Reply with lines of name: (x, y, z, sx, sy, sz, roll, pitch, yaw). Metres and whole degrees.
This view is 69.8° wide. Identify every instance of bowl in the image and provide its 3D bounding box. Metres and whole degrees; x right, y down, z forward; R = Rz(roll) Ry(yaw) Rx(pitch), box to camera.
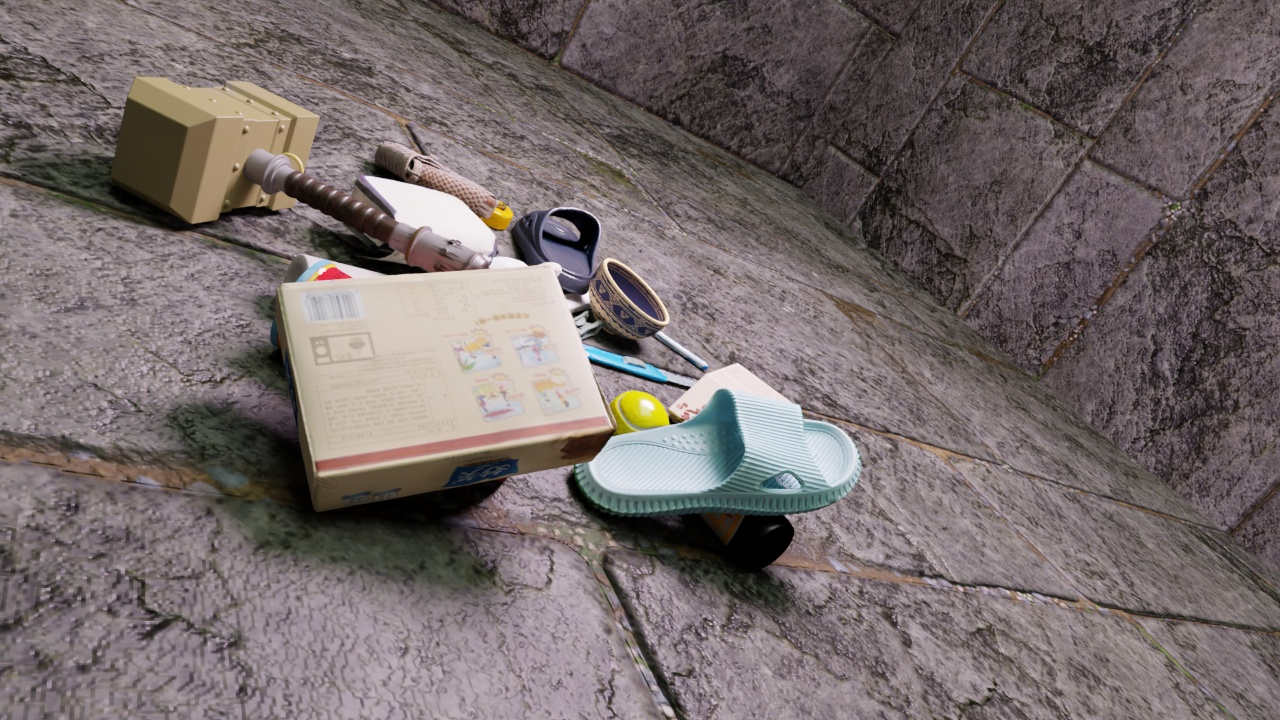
bowl: (-0.025, -0.068, 1.161, 0.112, 0.061, 0.112, 40, 20, -18)

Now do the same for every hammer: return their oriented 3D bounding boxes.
hammer: (-0.291, -0.149, 0.859, 0.325, 0.101, 0.190, 26, 19, 6)

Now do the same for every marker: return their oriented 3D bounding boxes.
marker: (0.033, -0.030, 1.241, 0.142, 0.013, 0.013, 35, 20, 9)

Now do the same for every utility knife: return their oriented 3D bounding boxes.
utility knife: (-0.007, 0.006, 1.097, 0.206, 0.015, 0.031, 19, 28, -36)

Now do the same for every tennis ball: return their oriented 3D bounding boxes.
tennis ball: (-0.005, 0.063, 0.888, 0.065, 0.065, 0.065, 28, 21, -11)

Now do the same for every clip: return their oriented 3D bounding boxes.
clip: (-0.070, -0.039, 1.099, 0.043, 0.023, 0.075, 37, 22, 8)

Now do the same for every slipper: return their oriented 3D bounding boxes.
slipper: (-0.108, -0.170, 1.253, 0.110, 0.083, 0.268, 23, 18, -18)
slipper: (0.077, 0.084, 0.819, 0.276, 0.070, 0.115, -3, 43, -16)

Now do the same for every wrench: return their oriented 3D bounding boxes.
wrench: (-0.094, -0.069, 1.143, 0.066, 0.018, 0.272, 36, 19, 11)

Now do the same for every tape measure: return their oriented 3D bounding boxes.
tape measure: (-0.208, -0.209, 1.285, 0.059, 0.030, 0.068, 21, 23, -23)

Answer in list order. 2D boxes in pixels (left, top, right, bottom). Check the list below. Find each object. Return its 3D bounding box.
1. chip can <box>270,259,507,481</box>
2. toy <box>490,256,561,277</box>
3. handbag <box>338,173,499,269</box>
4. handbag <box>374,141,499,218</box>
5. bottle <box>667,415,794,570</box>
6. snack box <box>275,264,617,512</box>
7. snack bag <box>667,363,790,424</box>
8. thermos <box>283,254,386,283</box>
chip can: (-0.179, 0.008, 0.737, 0.213, 0.087, 0.087, 30, 20, -1)
toy: (-0.156, -0.102, 1.075, 0.126, 0.037, 0.075, 12, 17, 37)
handbag: (-0.222, -0.117, 0.982, 0.176, 0.074, 0.151, 42, 22, 27)
handbag: (-0.267, -0.239, 1.190, 0.124, 0.047, 0.186, 23, 7, -32)
bottle: (0.068, 0.117, 0.879, 0.059, 0.059, 0.181, 9, 30, -46)
snack box: (-0.140, 0.012, 0.658, 0.207, 0.055, 0.153, -8, 60, -27)
snack bag: (0.099, 0.067, 1.000, 0.094, 0.070, 0.206, 37, 16, 13)
thermos: (-0.216, -0.048, 0.861, 0.223, 0.052, 0.052, 13, 27, -42)
